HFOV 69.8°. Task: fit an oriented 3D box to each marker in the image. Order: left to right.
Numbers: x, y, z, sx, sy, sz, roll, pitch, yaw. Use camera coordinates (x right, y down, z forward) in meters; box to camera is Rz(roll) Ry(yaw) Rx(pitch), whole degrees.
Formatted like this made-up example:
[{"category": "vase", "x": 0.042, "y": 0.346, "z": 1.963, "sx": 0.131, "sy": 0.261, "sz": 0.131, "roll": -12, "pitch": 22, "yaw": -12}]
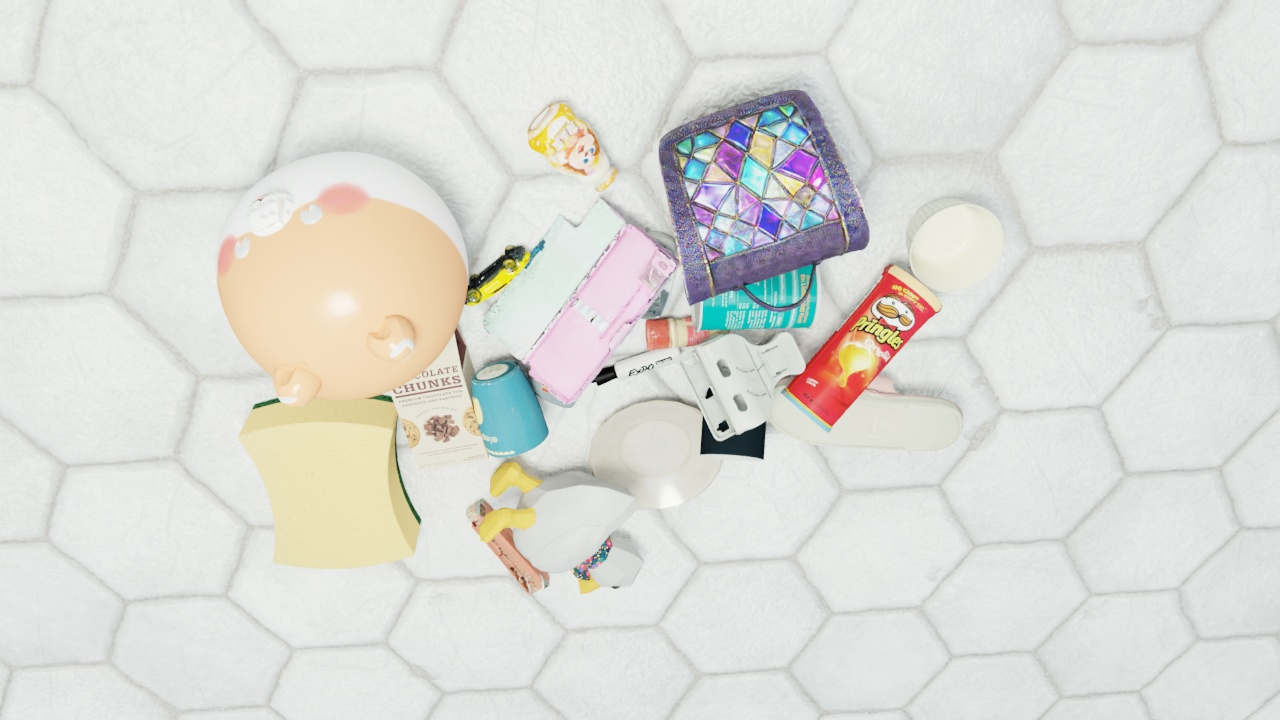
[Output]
[{"category": "marker", "x": -0.007, "y": 0.007, "z": 1.220, "sx": 0.126, "sy": 0.025, "sz": 0.025, "roll": -18, "pitch": 121, "yaw": 6}]

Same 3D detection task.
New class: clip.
[{"category": "clip", "x": 0.134, "y": 0.017, "z": 1.152, "sx": 0.147, "sy": 0.081, "sz": 0.125, "roll": -27, "pitch": 100, "yaw": -9}]

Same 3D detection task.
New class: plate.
[{"category": "plate", "x": 0.022, "y": 0.130, "z": 1.294, "sx": 0.188, "sy": 0.027, "sz": 0.189, "roll": -2, "pitch": 121, "yaw": -3}]

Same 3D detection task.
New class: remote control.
[{"category": "remote control", "x": 0.012, "y": -0.106, "z": 1.152, "sx": 0.060, "sy": 0.028, "sz": 0.114, "roll": 9, "pitch": 120, "yaw": -10}]

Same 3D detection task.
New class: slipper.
[{"category": "slipper", "x": 0.304, "y": 0.068, "z": 1.263, "sx": 0.274, "sy": 0.054, "sz": 0.114, "roll": 9, "pitch": 124, "yaw": 1}]

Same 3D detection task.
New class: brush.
[{"category": "brush", "x": -0.416, "y": 0.166, "z": 1.253, "sx": 0.195, "sy": 0.075, "sz": 0.251, "roll": -2, "pitch": 121, "yaw": -3}]

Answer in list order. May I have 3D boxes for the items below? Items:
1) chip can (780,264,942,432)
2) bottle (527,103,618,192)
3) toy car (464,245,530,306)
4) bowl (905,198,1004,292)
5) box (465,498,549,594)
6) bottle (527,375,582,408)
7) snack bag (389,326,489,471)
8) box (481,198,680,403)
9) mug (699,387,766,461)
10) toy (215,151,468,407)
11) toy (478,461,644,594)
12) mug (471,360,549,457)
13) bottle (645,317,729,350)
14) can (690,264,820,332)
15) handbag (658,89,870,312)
[{"category": "chip can", "x": 0.279, "y": -0.014, "z": 1.167, "sx": 0.087, "sy": 0.087, "sz": 0.213, "roll": 37, "pitch": 97, "yaw": -23}, {"category": "bottle", "x": -0.075, "y": -0.239, "z": 1.044, "sx": 0.108, "sy": 0.063, "sz": 0.063, "roll": 39, "pitch": 111, "yaw": -24}, {"category": "toy car", "x": -0.179, "y": -0.102, "z": 1.127, "sx": 0.107, "sy": 0.049, "sz": 0.030, "roll": -35, "pitch": 119, "yaw": 17}, {"category": "bowl", "x": 0.381, "y": -0.150, "z": 1.135, "sx": 0.115, "sy": 0.062, "sz": 0.115, "roll": -2, "pitch": 121, "yaw": -3}, {"category": "box", "x": -0.201, "y": 0.280, "z": 1.359, "sx": 0.053, "sy": 0.058, "sz": 0.187, "roll": -9, "pitch": 126, "yaw": 37}, {"category": "bottle", "x": -0.079, "y": -0.016, "z": 1.187, "sx": 0.072, "sy": 0.046, "sz": 0.161, "roll": 27, "pitch": 115, "yaw": -17}, {"category": "snack bag", "x": -0.266, "y": 0.034, "z": 1.189, "sx": 0.094, "sy": 0.069, "sz": 0.207, "roll": -10, "pitch": 121, "yaw": 1}, {"category": "box", "x": -0.079, "y": -0.079, "z": 1.126, "sx": 0.159, "sy": 0.035, "sz": 0.231, "roll": 40, "pitch": 106, "yaw": 5}, {"category": "mug", "x": 0.133, "y": 0.086, "z": 1.240, "sx": 0.085, "sy": 0.094, "sz": 0.121, "roll": 0, "pitch": 169, "yaw": 27}, {"category": "toy", "x": -0.322, "y": -0.085, "z": 0.995, "sx": 0.263, "sy": 0.280, "sz": 0.266, "roll": -23, "pitch": 140, "yaw": 9}, {"category": "toy", "x": -0.089, "y": 0.238, "z": 1.287, "sx": 0.267, "sy": 0.140, "sz": 0.247, "roll": 29, "pitch": 135, "yaw": -23}, {"category": "mug", "x": -0.179, "y": 0.055, "z": 1.187, "sx": 0.084, "sy": 0.112, "sz": 0.104, "roll": -24, "pitch": 116, "yaw": -19}, {"category": "bottle", "x": 0.061, "y": -0.036, "z": 1.189, "sx": 0.109, "sy": 0.044, "sz": 0.044, "roll": -4, "pitch": 121, "yaw": -3}, {"category": "can", "x": 0.139, "y": -0.086, "z": 1.132, "sx": 0.144, "sy": 0.099, "sz": 0.099, "roll": -2, "pitch": 121, "yaw": -4}, {"category": "handbag", "x": 0.129, "y": -0.161, "z": 1.018, "sx": 0.205, "sy": 0.125, "sz": 0.222, "roll": -18, "pitch": 83, "yaw": 4}]
